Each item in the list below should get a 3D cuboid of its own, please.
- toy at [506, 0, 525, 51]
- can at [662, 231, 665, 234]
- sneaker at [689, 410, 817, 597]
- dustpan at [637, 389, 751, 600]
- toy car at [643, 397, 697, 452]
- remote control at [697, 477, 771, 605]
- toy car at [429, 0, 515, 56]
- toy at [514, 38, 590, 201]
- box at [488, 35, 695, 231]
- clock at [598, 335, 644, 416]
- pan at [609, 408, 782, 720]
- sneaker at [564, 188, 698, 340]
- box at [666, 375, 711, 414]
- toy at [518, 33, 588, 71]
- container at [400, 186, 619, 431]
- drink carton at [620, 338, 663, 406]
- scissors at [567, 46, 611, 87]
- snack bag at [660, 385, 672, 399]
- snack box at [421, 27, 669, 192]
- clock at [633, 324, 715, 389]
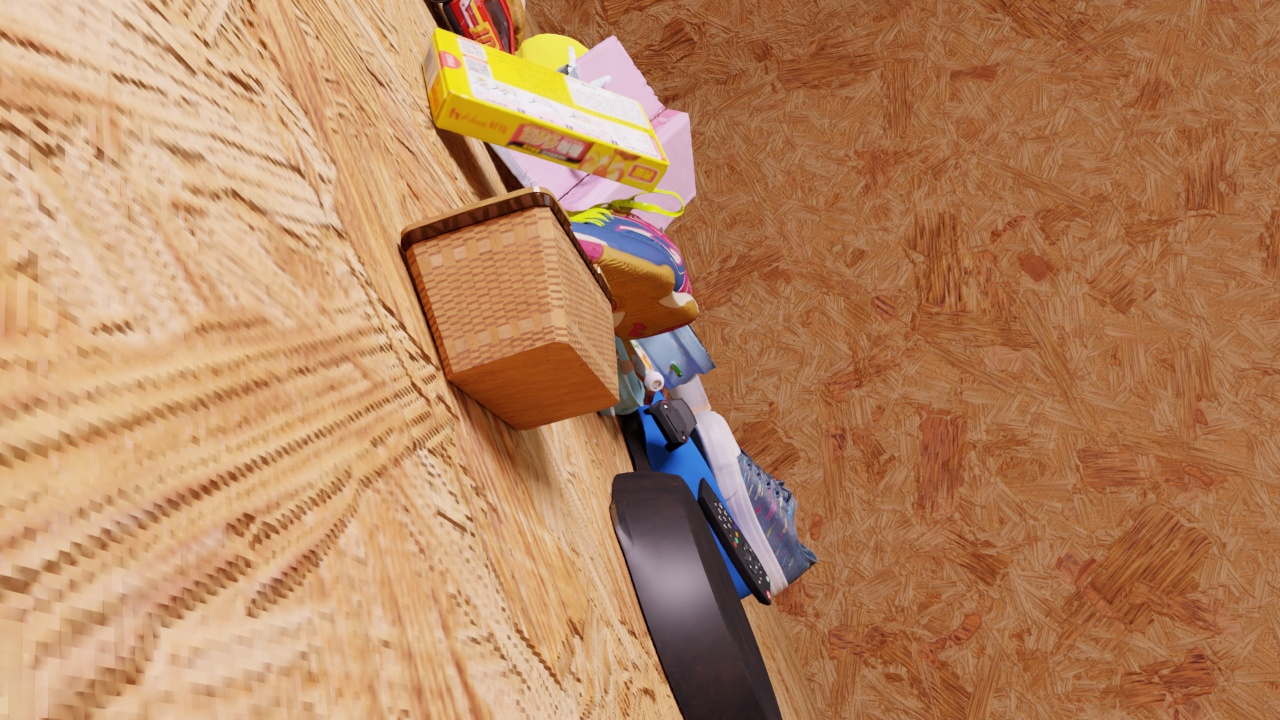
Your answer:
[{"bbox_3d":[-0.141,-0.339,0.838,0.133,0.076,0.175,83,-12,-48],"label":"toy"},{"bbox_3d":[-0.024,-0.133,1.019,0.053,0.101,0.053,-22,89,-86],"label":"can"},{"bbox_3d":[0.121,0.144,0.976,0.235,0.079,0.087,65,-4,-23],"label":"sneaker"},{"bbox_3d":[0.065,0.168,0.860,0.246,0.059,0.257,65,-5,-26],"label":"dustpan"},{"bbox_3d":[0.028,0.051,0.781,0.042,0.036,0.092,59,-3,2],"label":"toy car"},{"bbox_3d":[0.079,0.154,0.778,0.125,0.010,0.039,58,19,-21],"label":"remote control"},{"bbox_3d":[-0.129,-0.267,0.743,0.081,0.056,0.189,-105,174,-54],"label":"toy car"},{"bbox_3d":[-0.061,-0.210,0.912,0.147,0.099,0.216,-9,70,-47],"label":"toy"},{"bbox_3d":[-0.024,-0.169,0.785,0.232,0.059,0.179,-54,127,-45],"label":"box"},{"bbox_3d":[-0.023,0.003,0.723,0.123,0.042,0.087,-73,140,-81],"label":"clock"},{"bbox_3d":[0.034,0.140,0.686,0.355,0.043,0.249,-107,173,-53],"label":"pan"},{"bbox_3d":[-0.032,-0.069,0.594,0.241,0.116,0.091,15,60,-72],"label":"sneaker"},{"bbox_3d":[0.008,-0.011,1.097,0.107,0.095,0.216,13,51,-55],"label":"box"},{"bbox_3d":[-0.069,-0.257,0.835,0.094,0.041,0.095,-15,71,-42],"label":"toy"},{"bbox_3d":[-0.047,-0.015,0.386,0.114,0.063,0.061,57,19,-69],"label":"container"},{"bbox_3d":[-0.005,0.005,0.802,0.069,0.039,0.122,59,-8,8],"label":"drink carton"},{"bbox_3d":[-0.062,-0.218,0.740,0.110,0.015,0.132,18,54,-31],"label":"scissors"},{"bbox_3d":[-0.009,0.009,0.959,0.155,0.044,0.087,59,8,-24],"label":"snack bag"},{"bbox_3d":[-0.058,-0.155,0.576,0.152,0.025,0.075,11,42,-32],"label":"snack box"},{"bbox_3d":[0.025,-0.026,0.961,0.118,0.060,0.162,55,2,5],"label":"clock"}]
